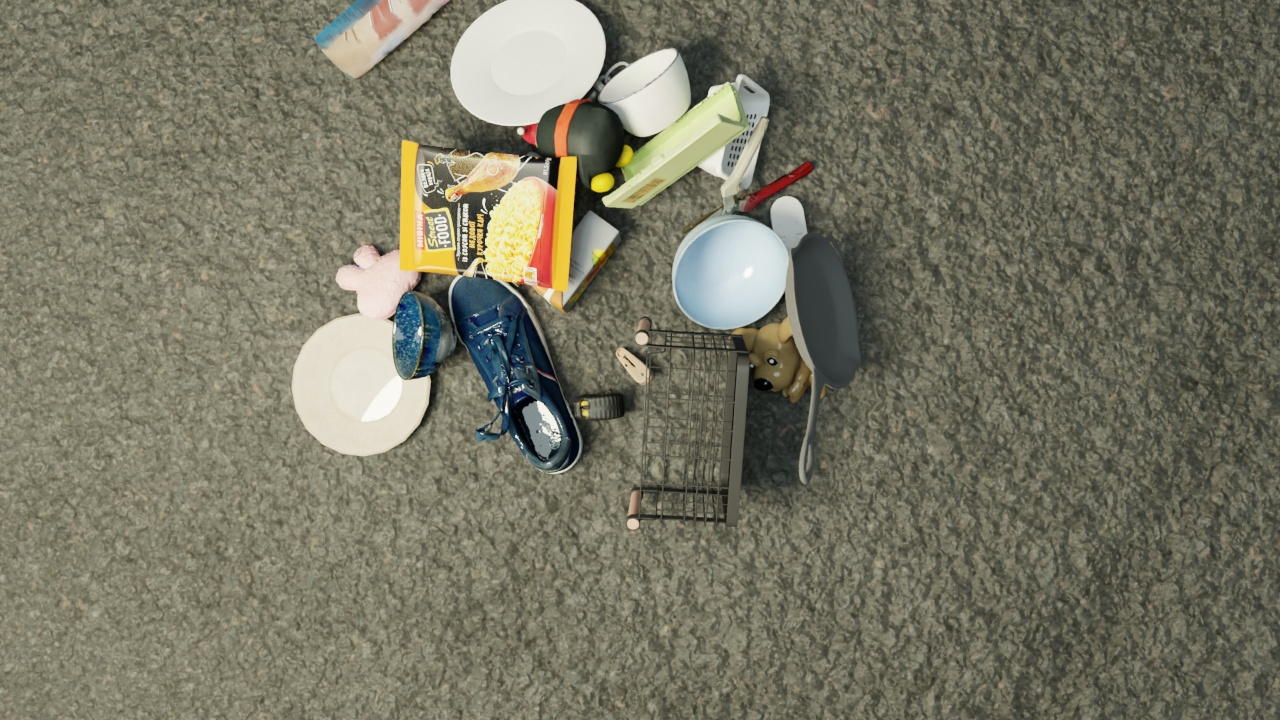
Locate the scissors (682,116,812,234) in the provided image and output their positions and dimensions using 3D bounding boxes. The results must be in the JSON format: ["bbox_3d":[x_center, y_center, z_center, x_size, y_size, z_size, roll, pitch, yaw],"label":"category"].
[{"bbox_3d":[0.135,-0.226,1.154,0.198,0.179,0.015,-28,56,-12],"label":"scissors"}]

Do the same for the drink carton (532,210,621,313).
[{"bbox_3d":[-0.082,-0.126,1.191,0.048,0.076,0.125,37,88,4],"label":"drink carton"}]

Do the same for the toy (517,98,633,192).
[{"bbox_3d":[-0.080,-0.271,1.124,0.119,0.100,0.097,13,48,20],"label":"toy"}]

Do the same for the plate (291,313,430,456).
[{"bbox_3d":[-0.372,0.033,1.234,0.189,0.027,0.188,0,90,4],"label":"plate"}]

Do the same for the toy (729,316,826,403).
[{"bbox_3d":[0.185,0.001,1.164,0.108,0.134,0.105,32,68,-22],"label":"toy"}]

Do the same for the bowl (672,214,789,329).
[{"bbox_3d":[0.107,-0.122,1.163,0.150,0.074,0.151,-5,122,-8],"label":"bowl"}]

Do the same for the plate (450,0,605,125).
[{"bbox_3d":[-0.146,-0.392,1.199,0.209,0.015,0.208,-4,69,10],"label":"plate"}]

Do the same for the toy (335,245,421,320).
[{"bbox_3d":[-0.349,-0.109,1.218,0.105,0.053,0.108,30,73,14],"label":"toy"}]

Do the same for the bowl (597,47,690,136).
[{"bbox_3d":[0.011,-0.332,1.152,0.116,0.116,0.066,-33,121,3],"label":"bowl"}]

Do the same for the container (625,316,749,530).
[{"bbox_3d":[0.055,0.077,1.114,0.130,0.162,0.241,3,102,2],"label":"container"}]

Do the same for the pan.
[{"bbox_3d":[0.207,-0.009,1.087,0.024,0.216,0.353,-11,48,32],"label":"pan"}]

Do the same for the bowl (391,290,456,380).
[{"bbox_3d":[-0.271,-0.031,1.170,0.060,0.114,0.114,2,90,-32],"label":"bowl"}]

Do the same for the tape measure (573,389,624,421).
[{"bbox_3d":[-0.053,0.058,1.189,0.062,0.067,0.038,-4,89,4],"label":"tape measure"}]

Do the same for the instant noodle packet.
[{"bbox_3d":[-0.190,-0.176,1.121,0.221,0.032,0.160,8,105,10],"label":"instant noodle packet"}]

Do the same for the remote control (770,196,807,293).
[{"bbox_3d":[0.199,-0.146,1.198,0.043,0.013,0.136,-10,89,4],"label":"remote control"}]

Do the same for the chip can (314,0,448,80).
[{"bbox_3d":[-0.319,-0.468,1.210,0.229,0.080,0.080,-40,87,3],"label":"chip can"}]

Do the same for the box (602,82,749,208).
[{"bbox_3d":[0.046,-0.253,1.132,0.189,0.130,0.064,-32,111,31],"label":"box"}]

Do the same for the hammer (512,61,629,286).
[{"bbox_3d":[-0.129,-0.269,1.198,0.177,0.079,0.326,40,87,4],"label":"hammer"}]

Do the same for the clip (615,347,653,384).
[{"bbox_3d":[-0.006,0.008,1.213,0.024,0.041,0.060,-43,67,2],"label":"clip"}]

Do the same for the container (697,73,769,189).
[{"bbox_3d":[0.114,-0.291,1.172,0.050,0.080,0.129,14,91,37],"label":"container"}]

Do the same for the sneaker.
[{"bbox_3d":[-0.171,0.014,1.172,0.121,0.127,0.294,-27,86,2],"label":"sneaker"}]
